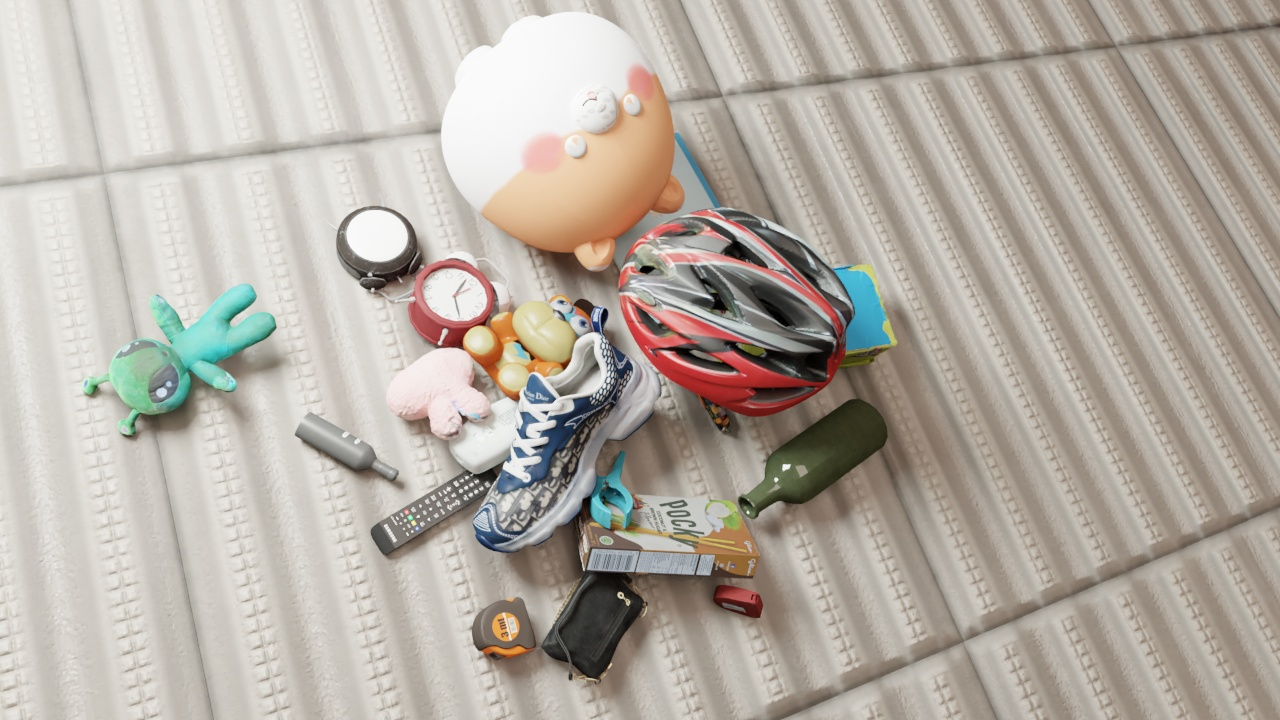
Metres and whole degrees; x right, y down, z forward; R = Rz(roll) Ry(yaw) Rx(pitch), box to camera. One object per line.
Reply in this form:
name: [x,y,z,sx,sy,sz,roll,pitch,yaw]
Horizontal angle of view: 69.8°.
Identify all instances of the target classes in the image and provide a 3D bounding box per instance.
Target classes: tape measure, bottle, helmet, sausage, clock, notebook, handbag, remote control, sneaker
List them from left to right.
bottle: [-0.307,0.095,0.970,0.113,0.030,0.030,30,62,-3]
clock: [-0.302,-0.131,1.062,0.091,0.044,0.123,-31,79,-26]
remote control: [-0.216,0.156,0.980,0.146,0.015,0.033,-30,79,-26]
clock: [-0.210,-0.072,1.057,0.096,0.048,0.137,44,54,4]
remote control: [-0.156,0.078,1.017,0.060,0.028,0.114,37,54,23]
tape measure: [-0.143,0.278,0.941,0.058,0.038,0.058,-9,70,-35]
sneaker: [-0.094,0.071,0.963,0.103,0.132,0.268,20,62,43]
handbag: [-0.045,0.274,0.962,0.079,0.054,0.128,37,60,-4]
notebook: [0.032,-0.178,1.204,0.180,0.009,0.253,-20,75,-24]
sausage: [0.068,0.023,1.122,0.020,0.020,0.155,-27,77,-25]
helmet: [0.104,-0.067,1.017,0.272,0.167,0.216,31,58,10]
tape measure: [0.107,0.268,1.015,0.051,0.059,0.019,8,61,19]
bottle: [0.202,0.122,1.092,0.206,0.072,0.071,-30,79,-26]

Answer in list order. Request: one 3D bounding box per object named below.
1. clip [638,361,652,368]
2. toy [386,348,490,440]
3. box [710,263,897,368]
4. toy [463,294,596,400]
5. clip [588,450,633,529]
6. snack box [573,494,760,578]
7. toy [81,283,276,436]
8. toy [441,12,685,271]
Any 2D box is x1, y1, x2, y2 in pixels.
clip: [-0.009,0.014,1.108,0.051,0.014,0.045,5,69,-18]
toy: [-0.217,0.038,1.002,0.108,0.053,0.105,-33,62,-30]
box: [0.203,-0.047,1.161,0.220,0.080,0.124,-9,75,-23]
toy: [-0.112,-0.019,1.046,0.112,0.096,0.175,44,38,17]
clip: [-0.049,0.139,0.997,0.103,0.027,0.120,-5,30,-19]
snack box: [0.025,0.189,0.998,0.186,0.032,0.101,6,25,-15]
toy: [-0.470,-0.003,0.946,0.193,0.072,0.130,-37,80,-18]
toy: [-0.084,-0.252,1.060,0.262,0.266,0.281,-40,96,-17]
